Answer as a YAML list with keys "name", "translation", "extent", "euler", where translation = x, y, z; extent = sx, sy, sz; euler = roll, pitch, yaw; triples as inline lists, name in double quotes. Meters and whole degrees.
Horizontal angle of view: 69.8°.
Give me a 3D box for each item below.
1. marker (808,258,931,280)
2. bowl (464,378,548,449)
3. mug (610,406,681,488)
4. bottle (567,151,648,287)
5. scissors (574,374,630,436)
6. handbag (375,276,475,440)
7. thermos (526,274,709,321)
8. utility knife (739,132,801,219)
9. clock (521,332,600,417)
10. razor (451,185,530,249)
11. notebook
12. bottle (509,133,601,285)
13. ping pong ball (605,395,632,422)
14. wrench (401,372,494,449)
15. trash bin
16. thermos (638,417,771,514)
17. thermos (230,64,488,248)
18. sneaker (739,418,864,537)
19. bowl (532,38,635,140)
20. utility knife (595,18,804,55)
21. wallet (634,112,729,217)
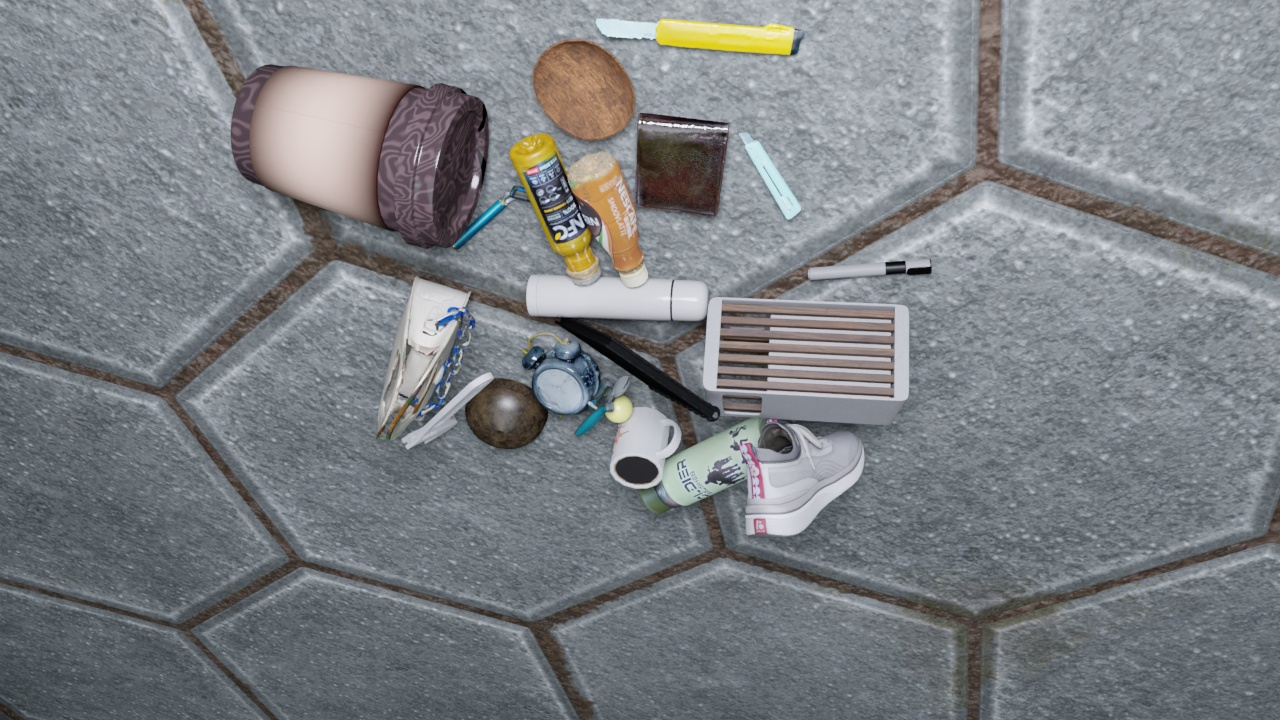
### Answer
- name: "marker"
  translation: [0.269, -0.107, 1.082]
  extent: [0.141, 0.016, 0.016]
  euler: [-3, 132, 13]
- name: "bowl"
  translation: [-0.199, 0.088, 1.323]
  extent: [0.121, 0.056, 0.121]
  euler: [5, 133, 5]
- name: "mug"
  translation: [0.012, 0.118, 1.289]
  extent: [0.105, 0.089, 0.073]
  euler: [-25, 124, 29]
- name: "bottle"
  translation: [-0.030, -0.157, 1.061]
  extent: [0.059, 0.059, 0.167]
  euler: [-9, 131, 18]
- name: "scissors"
  translation: [-0.057, 0.057, 1.271]
  extent: [0.019, 0.148, 0.132]
  euler: [13, 102, -29]
- name: "handbag"
  translation: [-0.278, 0.009, 1.169]
  extent: [0.093, 0.199, 0.201]
  euler: [19, 136, -13]
- name: "thermos"
  translation: [-0.027, -0.077, 1.139]
  extent: [0.224, 0.052, 0.052]
  euler: [3, 133, 8]
- name: "utility knife"
  translation: [0.143, -0.206, 1.015]
  extent: [0.022, 0.015, 0.120]
  euler: [-22, 122, 29]
- name: "clock"
  translation: [-0.107, 0.016, 1.238]
  extent: [0.090, 0.052, 0.129]
  euler: [-14, 113, 27]
- name: "razor"
  translation: [-0.181, -0.173, 1.103]
  extent: [0.144, 0.022, 0.042]
  euler: [-28, 159, 36]
- name: "notebook"
  translation: [-0.007, 0.006, 1.127]
  extent: [0.169, 0.231, 0.019]
  euler: [35, 87, -21]
- name: "bottle"
  translation: [-0.093, -0.169, 1.064]
  extent: [0.053, 0.053, 0.186]
  euler: [-8, 131, 17]
- name: "ping pong ball"
  translation: [-0.031, 0.067, 1.284]
  extent: [0.040, 0.040, 0.040]
  euler: [5, 133, 5]
- name: "wrench"
  translation: [-0.258, 0.068, 1.269]
  extent: [0.274, 0.086, 0.018]
  euler: [-36, 85, 50]
- name: "trash bin"
  translation: [0.195, 0.002, 1.101]
  extent: [0.229, 0.114, 0.114]
  euler: [3, 163, 8]
- name: "thermos"
  translation: [0.097, 0.150, 1.317]
  extent: [0.232, 0.082, 0.082]
  euler: [-30, 121, 33]
- name: "thermos"
  translation: [-0.297, -0.226, 0.980]
  extent: [0.226, 0.172, 0.173]
  euler: [15, 134, 5]
- name: "sneaker"
  translation: [0.205, 0.124, 1.187]
  extent: [0.097, 0.262, 0.129]
  euler: [-7, 102, 40]
- name: "bowl"
  translation: [-0.057, -0.289, 0.965]
  extent: [0.102, 0.026, 0.114]
  euler: [-22, 125, 28]
- name: "utility knife"
  translation: [0.058, -0.326, 0.914]
  extent: [0.207, 0.018, 0.031]
  euler: [4, 128, 0]
- name: "wallet"
  translation: [0.044, -0.216, 1.015]
  extent: [0.099, 0.031, 0.120]
  euler: [9, 136, 6]
